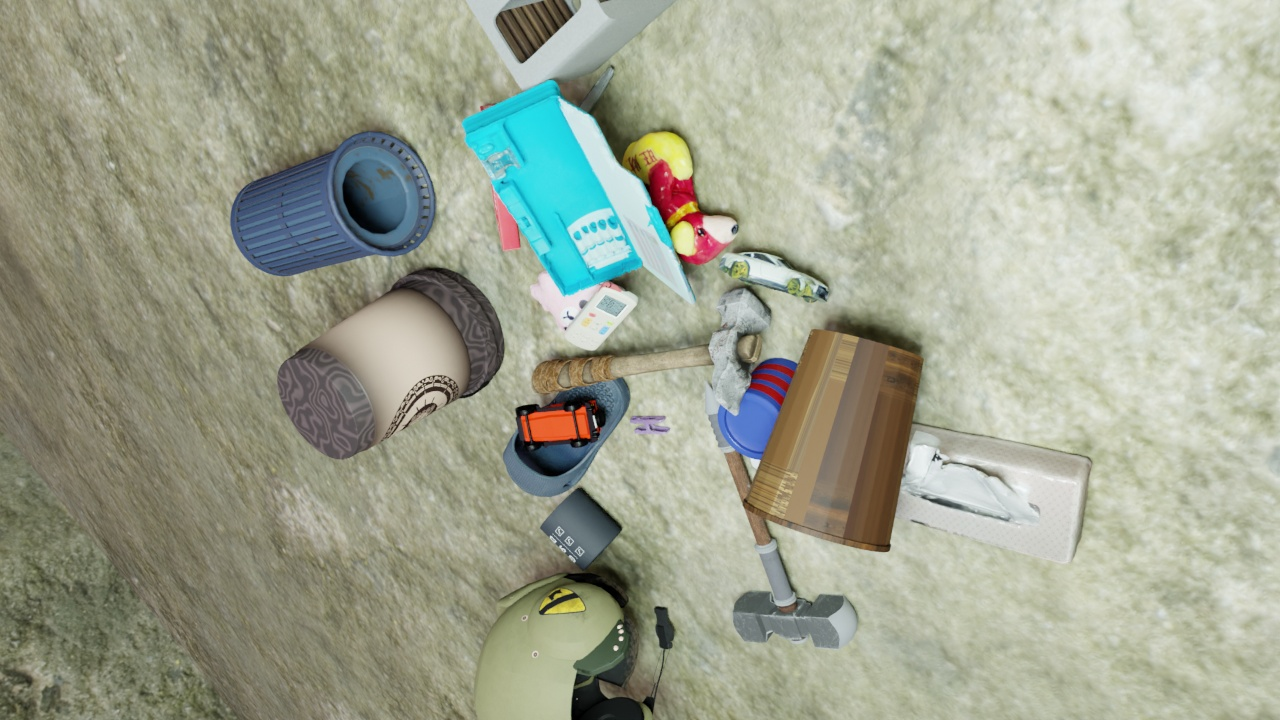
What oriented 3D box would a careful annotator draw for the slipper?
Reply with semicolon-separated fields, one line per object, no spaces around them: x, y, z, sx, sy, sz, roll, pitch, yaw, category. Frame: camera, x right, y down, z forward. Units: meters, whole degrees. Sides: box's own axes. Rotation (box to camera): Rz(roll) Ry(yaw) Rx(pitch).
-0.104;0.103;1.108;0.101;0.082;0.264;46;133;4;slipper

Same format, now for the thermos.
-0.296;0.006;1.091;0.173;0.225;0.173;19;126;27;thermos

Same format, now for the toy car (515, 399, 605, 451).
-0.090;0.070;1.031;0.100;0.048;0.051;-6;101;22;toy car

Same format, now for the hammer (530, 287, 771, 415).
-0.006;0.006;0.958;0.320;0.121;0.049;-8;144;44;hammer

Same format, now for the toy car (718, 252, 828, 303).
0.125;-0.079;0.850;0.105;0.048;0.033;21;93;27;toy car

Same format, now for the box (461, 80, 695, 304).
-0.044;-0.149;0.850;0.173;0.083;0.227;5;148;26;box

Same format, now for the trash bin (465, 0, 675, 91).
-0.092;-0.368;0.785;0.115;0.114;0.229;-26;99;43;trash bin

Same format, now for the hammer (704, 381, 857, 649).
0.126;0.171;1.009;0.156;0.042;0.322;-9;108;40;hammer

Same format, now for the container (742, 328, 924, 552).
0.176;0.066;0.808;0.132;0.132;0.167;16;90;29;container

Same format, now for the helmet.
-0.079;0.367;1.114;0.233;0.254;0.250;2;118;31;helmet

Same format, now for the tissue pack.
0.299;0.115;0.826;0.182;0.071;0.104;15;125;34;tissue pack

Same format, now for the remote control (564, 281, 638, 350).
-0.042;-0.044;0.936;0.038;0.018;0.126;25;149;-13;remote control

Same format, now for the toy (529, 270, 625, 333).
-0.073;-0.064;0.996;0.096;0.052;0.099;28;136;-14;toy

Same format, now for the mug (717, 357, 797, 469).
0.126;0.063;0.913;0.075;0.076;0.112;18;126;27;mug

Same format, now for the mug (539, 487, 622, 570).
-0.078;0.219;1.176;0.077;0.071;0.105;43;160;7;mug

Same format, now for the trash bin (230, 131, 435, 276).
-0.380;-0.178;1.106;0.250;0.138;0.139;-5;113;40;trash bin

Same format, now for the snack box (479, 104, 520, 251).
-0.147;-0.192;0.962;0.021;0.089;0.133;-9;120;-9;snack box

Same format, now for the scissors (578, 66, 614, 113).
-0.064;-0.227;0.922;0.172;0.014;0.090;-14;109;43;scissors

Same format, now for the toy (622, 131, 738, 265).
0.027;-0.149;0.870;0.137;0.067;0.106;56;143;6;toy

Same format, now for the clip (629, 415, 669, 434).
0.009;0.071;1.051;0.053;0.013;0.037;-24;100;46;clip
